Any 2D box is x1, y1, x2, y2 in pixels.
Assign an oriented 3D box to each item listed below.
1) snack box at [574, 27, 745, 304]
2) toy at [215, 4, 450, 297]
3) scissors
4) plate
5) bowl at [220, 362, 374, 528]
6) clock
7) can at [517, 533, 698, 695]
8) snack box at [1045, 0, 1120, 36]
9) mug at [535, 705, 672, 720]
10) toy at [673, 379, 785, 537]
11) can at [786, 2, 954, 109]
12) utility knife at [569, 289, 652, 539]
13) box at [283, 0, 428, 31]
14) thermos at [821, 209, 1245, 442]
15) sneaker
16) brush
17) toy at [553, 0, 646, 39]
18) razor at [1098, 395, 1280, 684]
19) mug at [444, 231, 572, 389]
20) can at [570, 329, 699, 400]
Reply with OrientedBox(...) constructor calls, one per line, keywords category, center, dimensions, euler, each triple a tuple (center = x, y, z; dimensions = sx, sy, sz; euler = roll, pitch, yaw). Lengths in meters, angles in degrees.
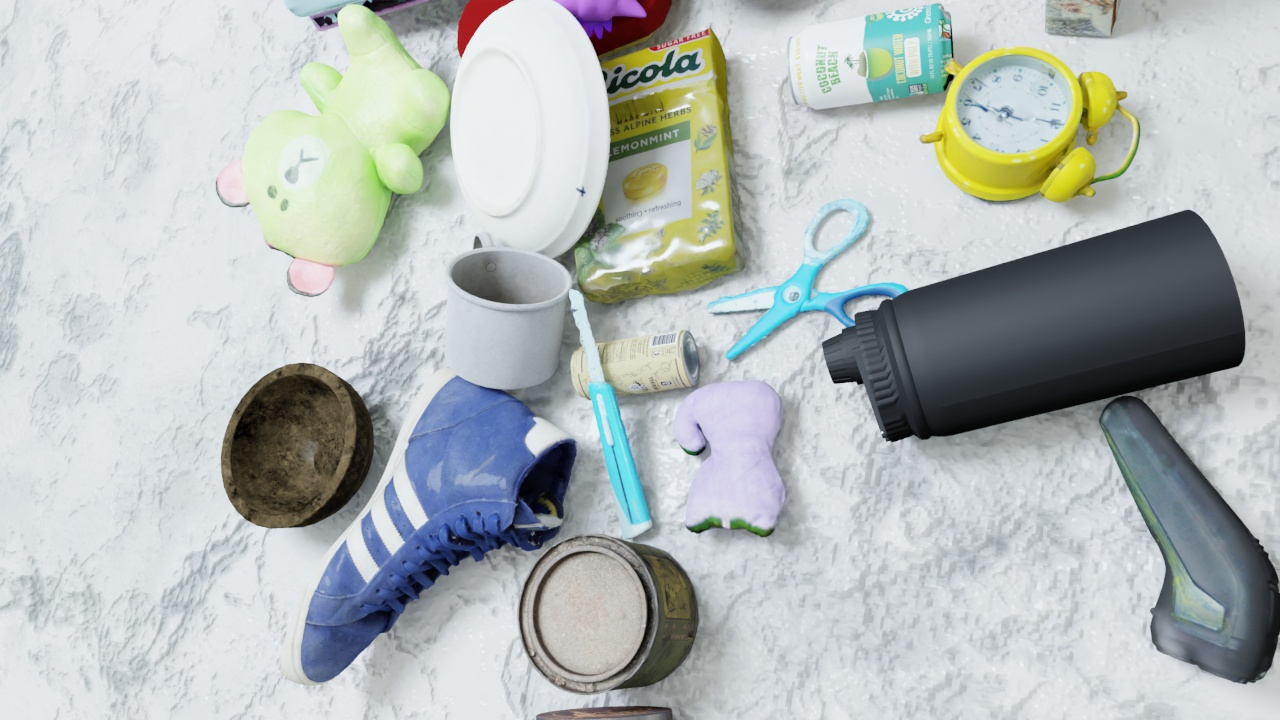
OrientedBox(category="snack box", center=(0.007, -0.135, 0.648), dimensions=(0.121, 0.045, 0.180), euler=(-11, 71, 20))
OrientedBox(category="toy", center=(-0.234, -0.165, 0.730), dimensions=(0.150, 0.107, 0.197), euler=(45, 104, 10))
OrientedBox(category="scissors", center=(0.111, -0.036, 0.595), dimensions=(0.140, 0.013, 0.118), euler=(-42, 64, 3))
OrientedBox(category="plate", center=(-0.090, -0.160, 0.645), dimensions=(0.182, 0.034, 0.182), euler=(15, 110, 48))
OrientedBox(category="bowl", center=(-0.245, 0.067, 0.685), dimensions=(0.121, 0.056, 0.121), euler=(-6, 72, 21))
OrientedBox(category="clock", center=(0.234, -0.139, 0.550), dimensions=(0.119, 0.057, 0.083), euler=(19, 83, 18))
OrientedBox(category="can", center=(-0.019, 0.153, 0.557), dimensions=(0.090, 0.074, 0.089), euler=(-7, 72, 21))
OrientedBox(category="snack box", center=(0.272, -0.291, 0.528), dimensions=(0.041, 0.147, 0.143), euler=(15, 81, 26))
OrientedBox(category="mug", center=(-0.031, 0.262, 0.537), dimensions=(0.116, 0.080, 0.107), euler=(-20, 66, 46))
OrientedBox(category="toy", center=(0.054, 0.061, 0.577), dimensions=(0.080, 0.036, 0.099), euler=(-5, 68, 31))
OrientedBox(category="can", center=(0.151, -0.198, 0.602), dimensions=(0.102, 0.055, 0.055), euler=(-2, 74, 22))
OrientedBox(category="utility knife", center=(-0.024, 0.034, 0.598), dimensions=(0.022, 0.015, 0.167), euler=(-17, 88, 28))
OrientedBox(category="box", center=(-0.197, -0.340, 0.743), dimensions=(0.215, 0.091, 0.089), euler=(-4, 39, 25))
OrientedBox(category="thermos", center=(0.205, -0.011, 0.507), dimensions=(0.199, 0.086, 0.086), euler=(-16, 69, 17))
OrientedBox(category="sneaker", center=(-0.125, 0.128, 0.606), dimensions=(0.118, 0.091, 0.232), euler=(20, 75, 23))
OrientedBox(category="brush", center=(-0.058, -0.265, 0.714), dimensions=(0.174, 0.042, 0.082), euler=(-16, 69, 17))
OrientedBox(category="toy", center=(-0.038, -0.275, 0.653), dimensions=(0.106, 0.056, 0.088), euler=(-5, 63, -15))
OrientedBox(category="razor", center=(0.275, 0.090, 0.474), dimensions=(0.067, 0.054, 0.151), euler=(-34, 58, 29))
OrientedBox(category="mug", center=(-0.097, -0.038, 0.636), dimensions=(0.113, 0.084, 0.071), euler=(-126, 38, -48))
OrientedBox(category="can", center=(-0.004, 0.004, 0.615), dimensions=(0.080, 0.038, 0.038), euler=(-9, 72, 20))
